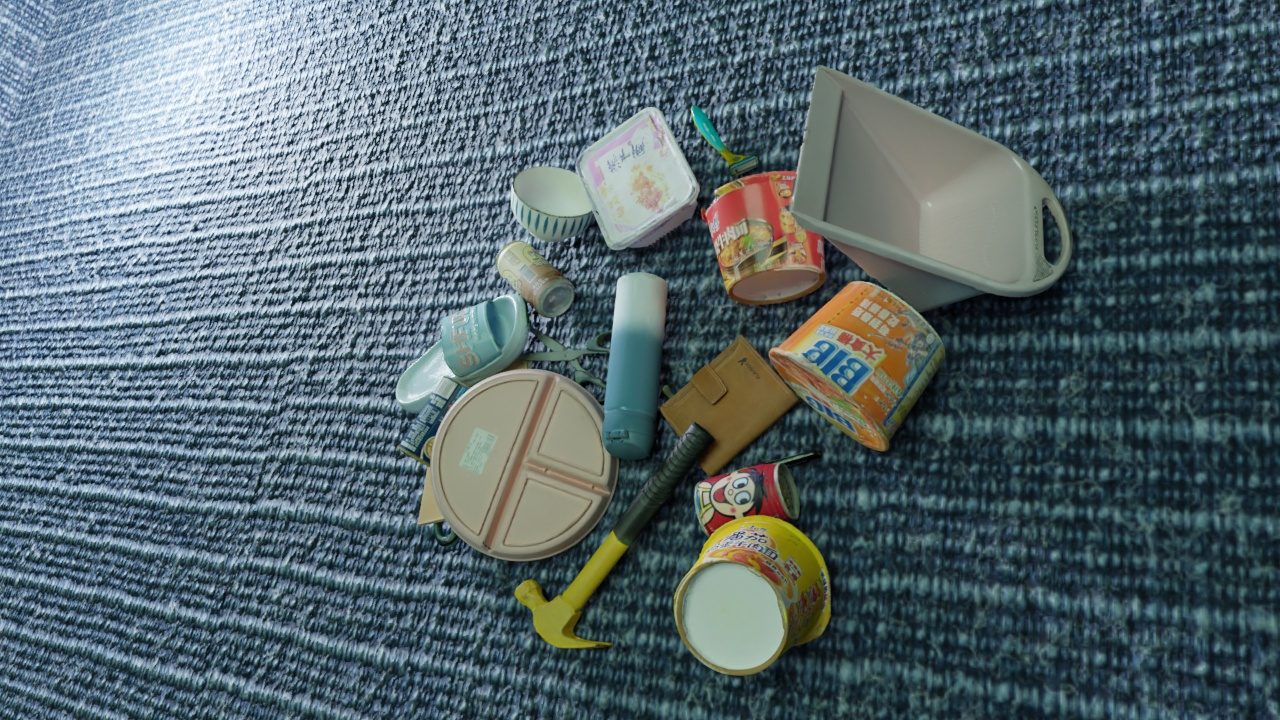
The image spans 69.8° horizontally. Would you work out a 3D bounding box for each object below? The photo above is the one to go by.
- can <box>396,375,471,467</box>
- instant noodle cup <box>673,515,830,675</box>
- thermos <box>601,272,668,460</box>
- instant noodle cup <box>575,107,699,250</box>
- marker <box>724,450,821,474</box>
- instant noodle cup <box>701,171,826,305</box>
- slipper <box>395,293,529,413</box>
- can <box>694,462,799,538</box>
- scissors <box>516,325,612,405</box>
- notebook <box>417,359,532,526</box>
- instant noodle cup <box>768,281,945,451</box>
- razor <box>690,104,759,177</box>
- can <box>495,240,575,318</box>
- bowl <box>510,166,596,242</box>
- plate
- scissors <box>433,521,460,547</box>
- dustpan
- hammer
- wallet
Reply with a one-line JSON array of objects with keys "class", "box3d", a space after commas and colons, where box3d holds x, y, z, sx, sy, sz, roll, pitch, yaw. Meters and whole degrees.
[{"class": "can", "box3d": [-0.244, 0.082, 1.155, 0.075, 0.075, 0.111, 21, 74, 35]}, {"class": "instant noodle cup", "box3d": [0.102, 0.226, 0.872, 0.138, 0.109, 0.138, 2, 96, 23]}, {"class": "thermos", "box3d": [-0.006, 0.006, 1.084, 0.070, 0.070, 0.220, -7, 65, 28]}, {"class": "instant noodle cup", "box3d": [0.003, -0.224, 1.182, 0.138, 0.060, 0.173, -32, 56, 16]}, {"class": "marker", "box3d": [0.135, 0.117, 0.984, 0.124, 0.018, 0.015, -19, 63, 22]}, {"class": "instant noodle cup", "box3d": [0.145, -0.130, 1.020, 0.138, 0.137, 0.108, -15, 71, 24]}, {"class": "slipper", "box3d": [-0.244, -0.015, 1.215, 0.246, 0.074, 0.104, -33, 45, 23]}, {"class": "can", "box3d": [0.111, 0.146, 0.955, 0.094, 0.066, 0.066, -18, 61, 23]}, {"class": "scissors", "box3d": [-0.086, -0.004, 1.162, 0.176, 0.014, 0.159, -27, 61, 14]}, {"class": "notebook", "box3d": [-0.212, 0.102, 1.179, 0.150, 0.012, 0.211, -16, 53, 25]}, {"class": "instant noodle cup", "box3d": [0.220, 0.000, 0.911, 0.111, 0.151, 0.151, -48, 54, -6]}, {"class": "razor", "box3d": [0.100, -0.281, 1.168, 0.043, 0.028, 0.132, -28, 58, -10]}, {"class": "can", "box3d": [-0.140, -0.108, 1.217, 0.058, 0.058, 0.116, -50, 54, 3]}, {"class": "bowl", "box3d": [-0.118, -0.201, 1.226, 0.116, 0.116, 0.066, 57, 144, 34]}, {"class": "plate", "box3d": [-0.140, 0.120, 1.083, 0.229, 0.028, 0.229, -1, 78, 6]}, {"class": "scissors", "box3d": [-0.202, 0.168, 1.149, 0.181, 0.019, 0.170, -43, 49, 0]}, {"class": "dustpan", "box3d": [0.289, -0.171, 0.890, 0.139, 0.273, 0.222, -22, 44, 42]}, {"class": "hammer", "box3d": [-0.019, 0.195, 1.017, 0.129, 0.032, 0.301, 42, 100, 33]}, {"class": "wallet", "box3d": [0.094, 0.046, 1.033, 0.131, 0.035, 0.119, -43, 61, 8]}]
